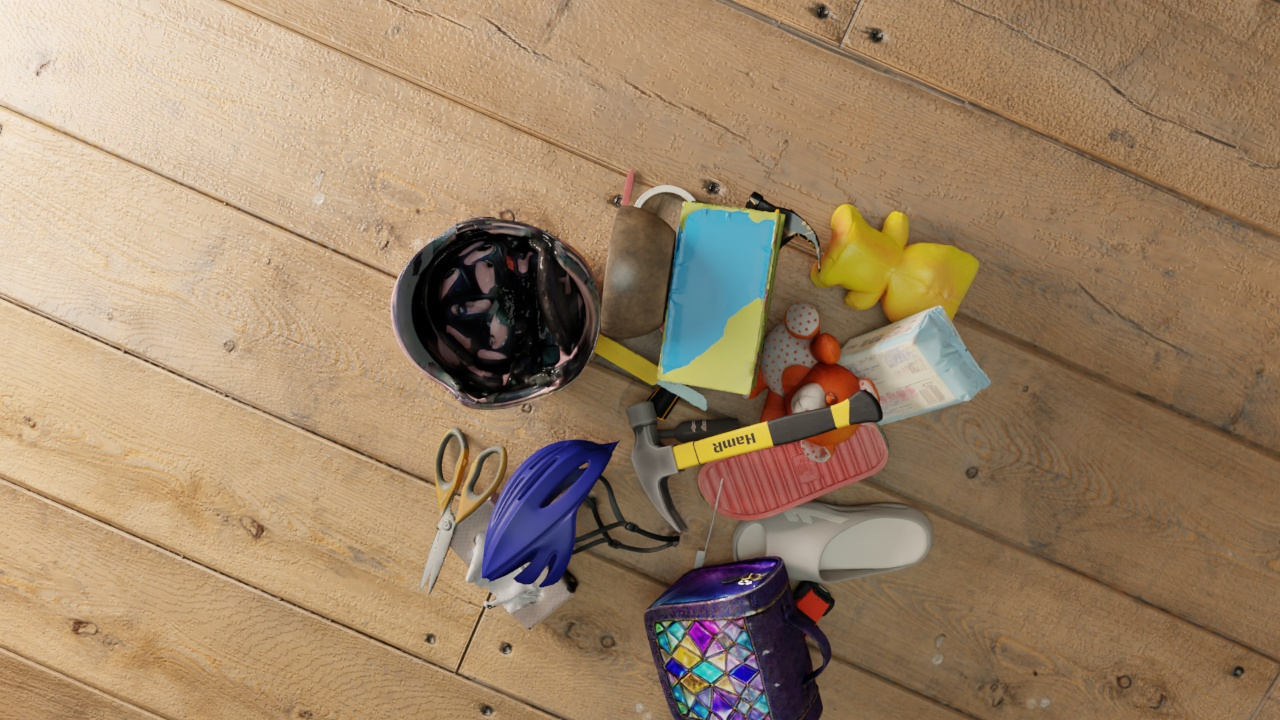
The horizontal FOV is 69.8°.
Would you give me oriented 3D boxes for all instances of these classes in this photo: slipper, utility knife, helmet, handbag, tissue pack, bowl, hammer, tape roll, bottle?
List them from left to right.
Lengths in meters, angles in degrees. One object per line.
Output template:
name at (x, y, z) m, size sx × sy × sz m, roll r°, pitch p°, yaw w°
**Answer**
helmet at (-0.171, -0.066, 1.143) m, size 0.255 × 0.152 × 0.230 m, roll -7°, pitch 102°, yaw 6°
tissue pack at (-0.181, 0.279, 1.248) m, size 0.104 × 0.071 × 0.181 m, roll -39°, pitch 98°, yaw 8°
helmet at (-0.073, 0.215, 1.171) m, size 0.227 × 0.148 × 0.241 m, roll 34°, pitch 67°, yaw 2°
utility knife at (-0.007, 0.007, 1.186) m, size 0.219 × 0.019 × 0.030 m, roll 31°, pitch 111°, yaw 19°
bowl at (0.000, -0.103, 1.113) m, size 0.070 × 0.162 × 0.162 m, roll 8°, pitch 100°, yaw 3°
tape roll at (0.034, -0.178, 1.181) m, size 0.093 × 0.013 × 0.093 m, roll 1°, pitch 99°, yaw 4°
bottle at (0.074, 0.095, 1.216) m, size 0.113 × 0.030 × 0.030 m, roll -4°, pitch 99°, yaw 4°
hammer at (0.106, -0.051, 1.163) m, size 0.123 × 0.036 × 0.321 m, roll 36°, pitch 108°, yaw 7°
handbag at (0.135, 0.367, 1.172) m, size 0.223 × 0.125 × 0.205 m, roll -11°, pitch 99°, yaw 34°
hammer at (0.133, 0.099, 1.104) m, size 0.325 × 0.034 × 0.169 m, roll -18°, pitch 82°, yaw 29°
slipper at (0.198, 0.139, 1.198) m, size 0.249 × 0.059 × 0.103 m, roll -17°, pitch 92°, yaw 8°
slipper at (0.255, 0.245, 1.204) m, size 0.266 × 0.080 × 0.113 m, roll -2°, pitch 102°, yaw 4°
tissue pack at (0.324, 0.011, 1.131) m, size 0.112 × 0.182 × 0.069 m, roll 52°, pitch 57°, yaw -8°

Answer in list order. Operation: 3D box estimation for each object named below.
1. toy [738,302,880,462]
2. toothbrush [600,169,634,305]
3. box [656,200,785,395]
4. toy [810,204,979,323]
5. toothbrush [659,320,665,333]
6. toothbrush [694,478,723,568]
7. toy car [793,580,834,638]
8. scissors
toy at (0.205, 0.032, 1.136) m, size 0.164 × 0.092 × 0.172 m, roll -52°, pitch 59°, yaw 31°
toothbrush at (-0.030, -0.156, 1.189) m, size 0.015 × 0.015 × 0.184 m, roll 13°, pitch 98°, yaw 9°
box at (0.097, -0.078, 1.106) m, size 0.124 × 0.082 × 0.221 m, roll 8°, pitch 98°, yaw 11°
toy at (0.316, -0.114, 1.138) m, size 0.194 × 0.087 × 0.134 m, roll 27°, pitch 96°, yaw 0°
toothbrush at (0.037, -0.040, 1.203) m, size 0.135 × 0.016 × 0.022 m, roll 40°, pitch 106°, yaw -3°
toothbrush at (0.088, 0.215, 1.200) m, size 0.010 × 0.010 × 0.182 m, roll 9°, pitch 130°, yaw 2°
toy car at (0.216, 0.347, 1.239) m, size 0.051 × 0.048 × 0.100 m, roll 39°, pitch 99°, yaw -3°
scissors at (-0.261, 0.200, 1.231) m, size 0.134 × 0.016 × 0.228 m, roll 28°, pitch 91°, yaw 23°
